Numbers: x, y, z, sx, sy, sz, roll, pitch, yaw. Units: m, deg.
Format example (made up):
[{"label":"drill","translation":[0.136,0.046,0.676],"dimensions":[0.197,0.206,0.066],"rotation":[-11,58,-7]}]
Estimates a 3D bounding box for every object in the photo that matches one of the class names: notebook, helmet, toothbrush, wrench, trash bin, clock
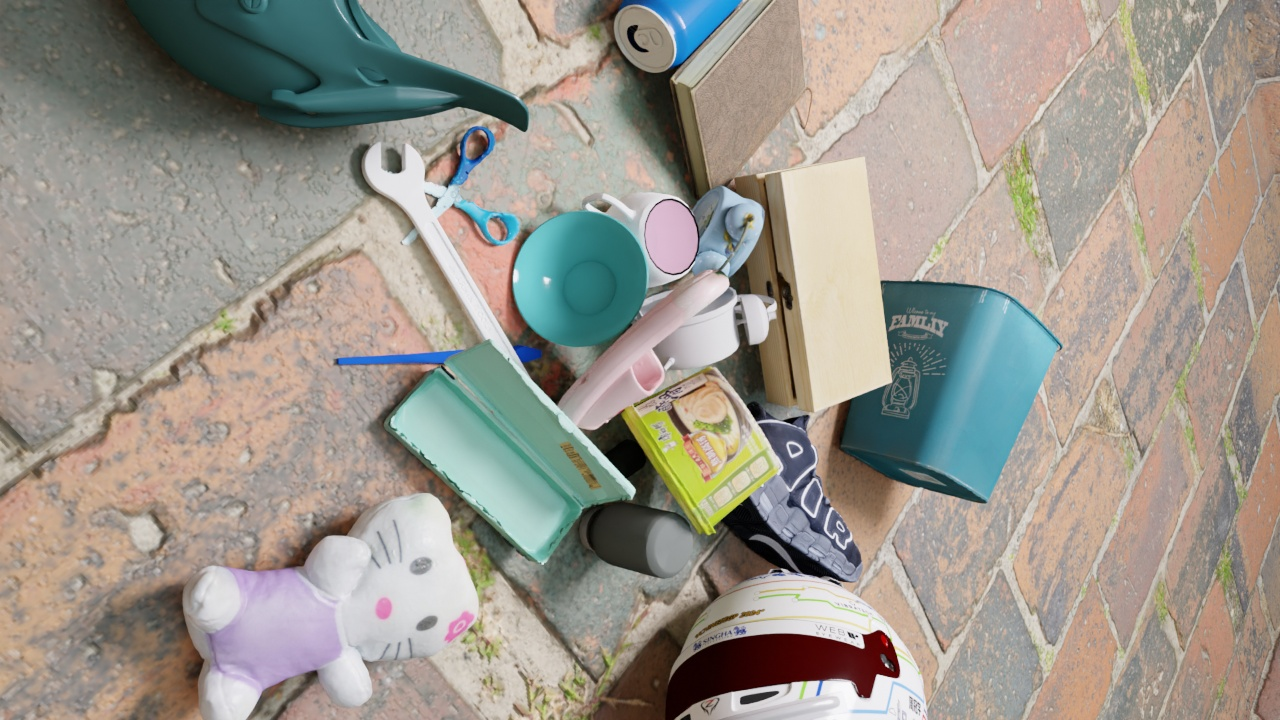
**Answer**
[{"label":"notebook","translation":[0.114,-0.271,0.969],"dimensions":[0.214,0.034,0.190],"rotation":[-52,145,-27]},{"label":"helmet","translation":[0.148,0.326,0.904],"dimensions":[0.314,0.232,0.235],"rotation":[34,38,-41]},{"label":"toothbrush","translation":[-0.161,-0.003,0.766],"dimensions":[0.186,0.011,0.016],"rotation":[-3,93,-42]},{"label":"wrench","translation":[-0.145,-0.058,0.766],"dimensions":[0.047,0.009,0.273],"rotation":[-39,113,-27]},{"label":"trash bin","translation":[0.370,0.041,1.131],"dimensions":[0.199,0.197,0.218],"rotation":[29,78,-37]},{"label":"clock","translation":[0.061,-0.042,0.897],"dimensions":[0.159,0.120,0.061],"rotation":[-23,112,-28]},{"label":"helmet","translation":[-0.198,-0.250,0.598],"dimensions":[0.274,0.176,0.200],"rotation":[8,103,-18]},{"label":"clock","translation":[0.080,-0.121,0.898],"dimensions":[0.051,0.124,0.089],"rotation":[28,109,-19]}]

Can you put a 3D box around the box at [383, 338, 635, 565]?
[{"label":"box","translation":[-0.105,0.080,0.755],"dimensions":[0.187,0.113,0.078],"rotation":[50,41,-23]}]

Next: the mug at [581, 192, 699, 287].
[{"label":"mug","translation":[-0.007,-0.121,0.857],"dimensions":[0.124,0.076,0.090],"rotation":[32,70,-37]}]

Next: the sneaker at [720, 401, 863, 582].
[{"label":"sneaker","translation":[0.169,0.137,1.013],"dimensions":[0.252,0.097,0.150],"rotation":[42,62,-28]}]

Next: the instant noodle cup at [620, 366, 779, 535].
[{"label":"instant noodle cup","translation":[0.058,0.078,0.853],"dimensions":[0.098,0.146,0.146],"rotation":[-33,117,-1]}]

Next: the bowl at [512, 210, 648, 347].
[{"label":"bowl","translation":[-0.050,-0.070,0.824],"dimensions":[0.046,0.121,0.121],"rotation":[37,60,-80]}]

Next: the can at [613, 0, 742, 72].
[{"label":"can","translation":[0.043,-0.350,0.894],"dimensions":[0.145,0.079,0.079],"rotation":[-52,122,-28]}]

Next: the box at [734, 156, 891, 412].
[{"label":"box","translation":[0.189,-0.082,0.973],"dimensions":[0.128,0.092,0.249],"rotation":[-14,102,-22]}]

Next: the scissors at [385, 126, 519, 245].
[{"label":"scissors","translation":[-0.154,-0.147,0.771],"dimensions":[0.127,0.014,0.127],"rotation":[11,87,-36]}]

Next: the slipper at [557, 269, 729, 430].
[{"label":"slipper","translation":[-0.005,0.005,0.788],"dimensions":[0.055,0.222,0.106],"rotation":[45,21,-1]}]

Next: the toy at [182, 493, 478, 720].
[{"label":"toy","translation":[-0.220,0.181,0.672],"dimensions":[0.208,0.086,0.138],"rotation":[-13,102,-39]}]

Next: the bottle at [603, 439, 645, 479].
[{"label":"bottle","translation":[-0.047,0.116,0.858],"dimensions":[0.122,0.033,0.033],"rotation":[-33,112,-36]}]

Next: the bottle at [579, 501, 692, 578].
[{"label":"bottle","translation":[-0.006,0.162,0.843],"dimensions":[0.060,0.109,0.060],"rotation":[-1,92,-42]}]
